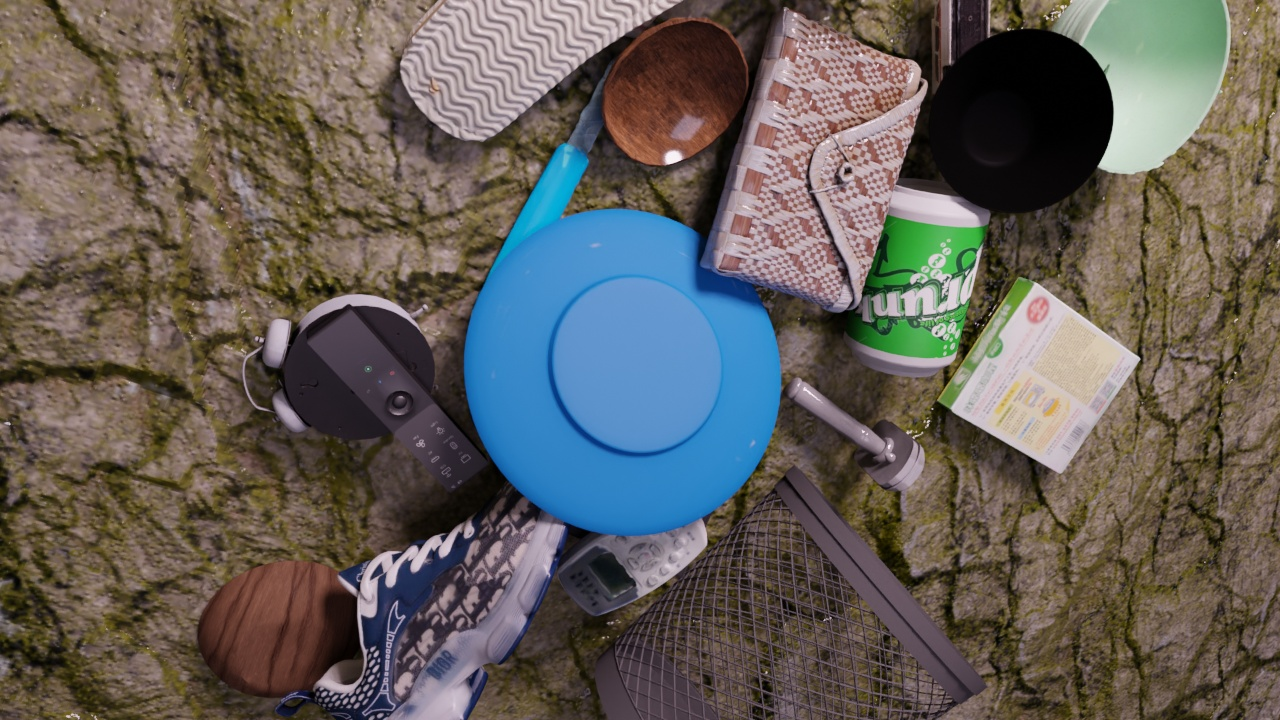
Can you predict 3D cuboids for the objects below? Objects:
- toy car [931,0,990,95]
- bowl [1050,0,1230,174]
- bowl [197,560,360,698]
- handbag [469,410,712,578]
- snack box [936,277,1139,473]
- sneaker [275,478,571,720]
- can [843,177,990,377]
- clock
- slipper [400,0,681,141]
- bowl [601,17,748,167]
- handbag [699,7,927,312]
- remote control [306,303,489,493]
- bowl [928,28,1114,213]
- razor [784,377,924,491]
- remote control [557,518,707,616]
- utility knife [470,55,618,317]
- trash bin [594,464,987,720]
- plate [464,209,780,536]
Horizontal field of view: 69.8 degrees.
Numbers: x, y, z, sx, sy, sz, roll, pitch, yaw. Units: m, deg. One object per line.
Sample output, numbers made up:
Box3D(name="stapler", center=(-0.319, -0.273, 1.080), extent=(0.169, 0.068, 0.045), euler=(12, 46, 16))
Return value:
Box3D(name="toy car", center=(0.230, -0.242, 0.665), extent=(0.039, 0.039, 0.113), euler=(-21, 123, -12))
Box3D(name="bowl", center=(0.363, -0.225, 0.704), extent=(0.150, 0.077, 0.151), euler=(-8, 115, -18))
Box3D(name="bowl", center=(-0.261, 0.207, 0.675), extent=(0.119, 0.032, 0.119), euler=(-8, 115, -18))
Box3D(name="handbag", center=(-0.030, 0.048, 0.690), extent=(0.195, 0.072, 0.176), euler=(18, 105, -15))
Box3D(name="snack box", center=(0.366, 0.018, 0.839), extent=(0.168, 0.027, 0.132), euler=(26, 100, -28))
Box3D(name="sneaker", center=(-0.145, 0.165, 0.642), extent=(0.132, 0.103, 0.269), euler=(31, 95, 0))
Box3D(name="can", center=(0.211, -0.064, 0.708), extent=(0.087, 0.088, 0.140), euler=(-2, 113, -21))
Box3D(name="clock", center=(-0.198, 0.005, 0.610), extent=(0.122, 0.035, 0.095), euler=(-10, 115, -16))
Box3D(name="slipper", center=(-0.032, -0.237, 0.560), extent=(0.263, 0.052, 0.115), euler=(-36, 127, 9))
Box3D(name="bowl", center=(0.019, -0.181, 0.607), extent=(0.102, 0.026, 0.114), euler=(-36, 146, 9))
Box3D(name="handbag", center=(0.124, -0.134, 0.635), extent=(0.124, 0.047, 0.186), euler=(14, 95, -21))
Box3D(name="remote control", center=(-0.157, 0.029, 0.607), extent=(0.034, 0.013, 0.150), euler=(-37, 121, -3))
Box3D(name="bowl", center=(0.265, -0.169, 0.660), extent=(0.124, 0.052, 0.124), euler=(1, 101, 4))
Box3D(name="razor", center=(0.169, 0.053, 0.761), extent=(0.116, 0.088, 0.047), euler=(34, 97, -10))
Box3D(name="remote control", center=(-0.005, 0.143, 0.676), extent=(0.114, 0.028, 0.060), euler=(-31, 106, 11))
Box3D(name="utility knife", center=(-0.060, -0.109, 0.625), extent=(0.031, 0.015, 0.220), euler=(24, 105, -31))
Box3D(name="trash bin", center=(0.110, 0.241, 0.735), extent=(0.227, 0.217, 0.218), euler=(-41, 120, 4))
Box3D(name="plate", center=(-0.004, 0.004, 0.614), extent=(0.224, 0.024, 0.224), euler=(3, 80, -17))
